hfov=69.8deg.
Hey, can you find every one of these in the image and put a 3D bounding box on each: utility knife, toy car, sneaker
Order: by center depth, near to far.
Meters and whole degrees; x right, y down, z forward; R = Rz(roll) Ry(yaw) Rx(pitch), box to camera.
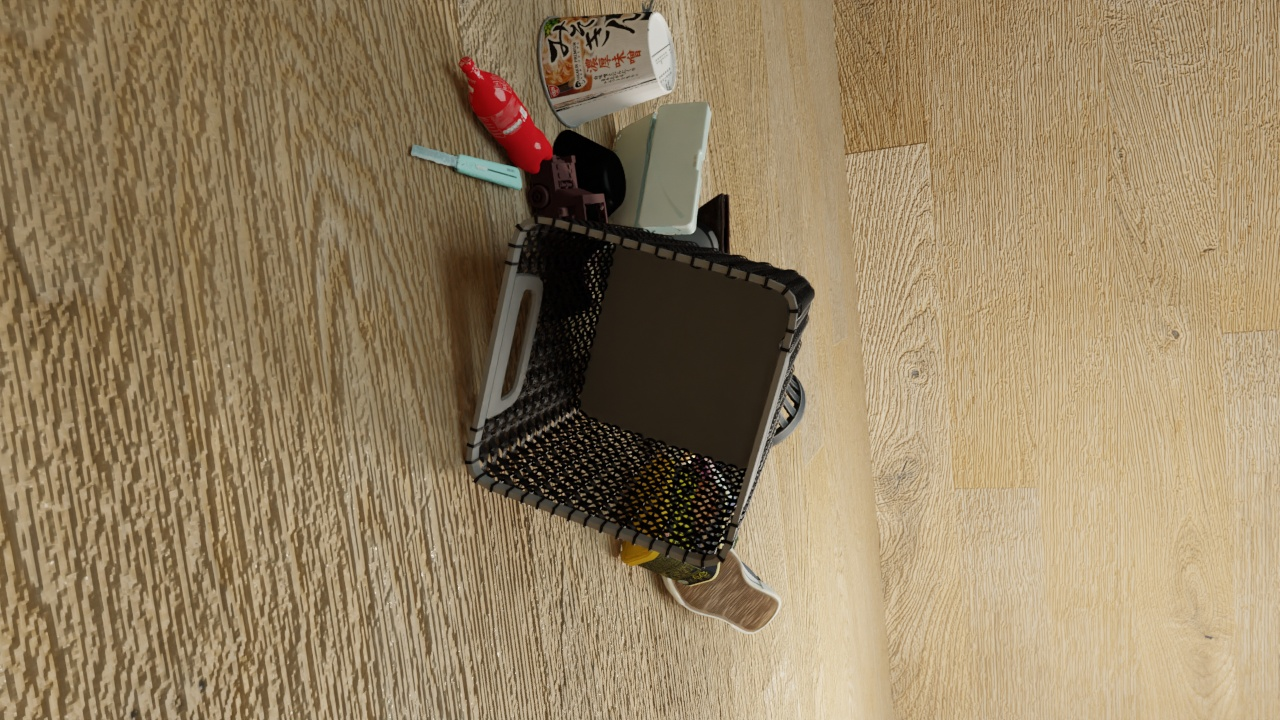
[{"bbox_3d":[-0.157,-0.177,0.836,0.168,0.015,0.022,-4,92,-65],"label":"utility knife"},{"bbox_3d":[-0.072,-0.132,0.969,0.070,0.062,0.170,-28,112,-66],"label":"toy car"},{"bbox_3d":[0.096,0.287,1.308,0.120,0.127,0.294,-46,137,-1],"label":"sneaker"}]

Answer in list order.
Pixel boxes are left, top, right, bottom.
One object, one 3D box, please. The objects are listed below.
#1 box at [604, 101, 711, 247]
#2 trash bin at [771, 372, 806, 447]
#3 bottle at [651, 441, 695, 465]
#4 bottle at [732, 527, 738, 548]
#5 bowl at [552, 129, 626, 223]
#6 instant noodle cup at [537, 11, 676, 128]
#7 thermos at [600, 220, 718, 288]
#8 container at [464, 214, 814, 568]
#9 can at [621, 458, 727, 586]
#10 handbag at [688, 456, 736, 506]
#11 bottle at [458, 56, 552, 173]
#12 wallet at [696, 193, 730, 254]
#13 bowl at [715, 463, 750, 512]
[{"bbox_3d":[0.013,-0.225,1.097,0.043,0.136,0.196,51,41,-48],"label":"box"},{"bbox_3d":[0.131,0.001,1.299,0.227,0.164,0.163,63,32,-47],"label":"trash bin"},{"bbox_3d":[0.043,0.086,1.216,0.063,0.063,0.108,13,73,-67],"label":"bottle"},{"bbox_3d":[0.143,0.290,1.474,0.105,0.025,0.025,-49,131,-60],"label":"bottle"},{"bbox_3d":[-0.050,-0.204,1.047,0.124,0.053,0.124,-4,90,-68],"label":"bowl"},{"bbox_3d":[-0.031,-0.331,1.022,0.123,0.122,0.123,-4,90,-68],"label":"instant noodle cup"},{"bbox_3d":[0.032,-0.129,1.196,0.239,0.082,0.082,-35,119,-65],"label":"thermos"},{"bbox_3d":[0.018,0.007,0.865,0.243,0.246,0.247,-28,134,-70],"label":"container"},{"bbox_3d":[0.045,0.200,1.129,0.101,0.073,0.130,28,54,-26],"label":"can"},{"bbox_3d":[0.078,0.129,1.290,0.144,0.068,0.170,-117,-170,-83],"label":"handbag"},{"bbox_3d":[-0.130,-0.233,0.870,0.141,0.042,0.041,51,41,-54],"label":"bottle"},{"bbox_3d":[0.098,-0.180,1.348,0.031,0.120,0.099,6,75,-23],"label":"wallet"},{"bbox_3d":[0.129,0.180,1.412,0.115,0.059,0.115,-4,90,-68],"label":"bowl"}]
